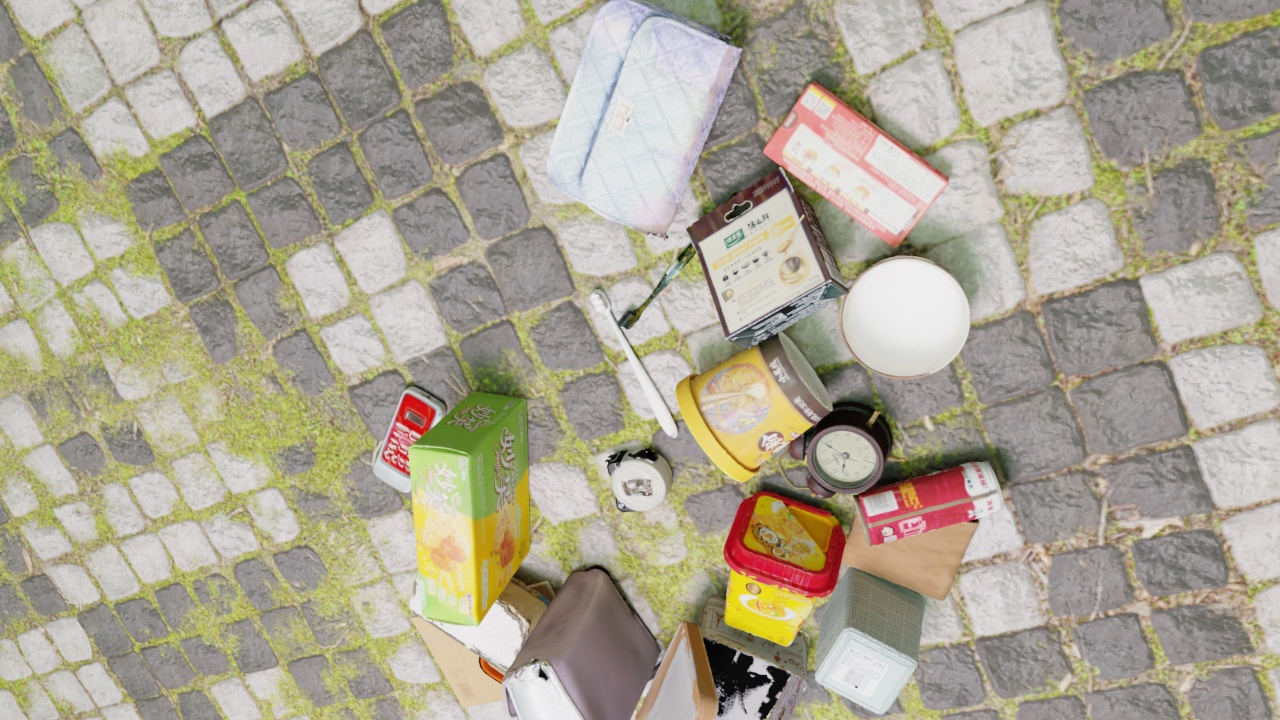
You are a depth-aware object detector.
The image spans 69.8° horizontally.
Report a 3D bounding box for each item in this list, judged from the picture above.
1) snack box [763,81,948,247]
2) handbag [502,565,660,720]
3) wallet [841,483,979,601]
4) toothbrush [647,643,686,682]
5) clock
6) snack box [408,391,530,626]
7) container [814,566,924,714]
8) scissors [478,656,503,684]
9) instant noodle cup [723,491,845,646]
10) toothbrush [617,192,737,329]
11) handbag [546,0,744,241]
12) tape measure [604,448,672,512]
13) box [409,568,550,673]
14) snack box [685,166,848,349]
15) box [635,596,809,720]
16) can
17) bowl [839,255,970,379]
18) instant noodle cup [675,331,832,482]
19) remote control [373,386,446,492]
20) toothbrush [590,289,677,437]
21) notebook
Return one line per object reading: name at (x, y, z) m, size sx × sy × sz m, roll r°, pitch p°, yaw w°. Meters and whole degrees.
snack box at (0.195, -0.177, 0.832) m, size 0.153 × 0.025 × 0.075 m, roll 36°, pitch 117°, yaw 2°
handbag at (-0.067, 0.338, 1.017) m, size 0.099 × 0.196 × 0.145 m, roll -17°, pitch 103°, yaw 22°
wallet at (0.276, 0.187, 0.949) m, size 0.115 × 0.020 × 0.101 m, roll 20°, pitch 114°, yaw 12°
toothbrush at (0.018, 0.376, 1.105) m, size 0.015 × 0.018 × 0.181 m, roll 44°, pitch 115°, yaw 1°
clock at (0.196, 0.093, 0.918) m, size 0.122 × 0.055 × 0.082 m, roll -25°, pitch 101°, yaw 26°
snack box at (-0.181, 0.159, 1.007) m, size 0.070 × 0.157 × 0.210 m, roll 7°, pitch 111°, yaw 13°
container at (0.236, 0.290, 0.948) m, size 0.090 × 0.111 × 0.090 m, roll 26°, pitch 115°, yaw 7°
scissors at (-0.109, 0.406, 1.142) m, size 0.211 × 0.021 × 0.222 m, roll -3°, pitch 110°, yaw 21°
instant noodle cup at (0.142, 0.222, 0.960) m, size 0.116 × 0.115 × 0.124 m, roll 18°, pitch 125°, yaw 11°
toothbrush at (0.037, -0.097, 0.918) m, size 0.186 × 0.017 × 0.012 m, roll -48°, pitch 54°, yaw 26°
handbag at (-0.002, -0.224, 0.850) m, size 0.134 × 0.075 × 0.194 m, roll 25°, pitch 116°, yaw 7°
tape measure at (0.000, 0.131, 1.007) m, size 0.066 × 0.033 × 0.066 m, roll -9°, pitch 108°, yaw 21°
box at (-0.198, 0.290, 1.097) m, size 0.184 × 0.059 × 0.090 m, roll 27°, pitch 111°, yaw 24°
snack box at (0.115, -0.093, 0.854) m, size 0.113 × 0.053 × 0.125 m, roll -30°, pitch 60°, yaw 27°
box at (0.080, 0.386, 0.983) m, size 0.157 × 0.193 × 0.183 m, roll 20°, pitch 114°, yaw 2°
can at (0.279, 0.139, 0.895) m, size 0.133 × 0.053 × 0.053 m, roll -17°, pitch 104°, yaw 9°
bowl at (0.243, -0.046, 0.846) m, size 0.113 × 0.062 × 0.113 m, roll 6°, pitch 112°, yaw 14°
instant noodle cup at (0.114, 0.040, 0.895) m, size 0.115 × 0.118 × 0.118 m, roll -35°, pitch 96°, yaw 17°
remote control at (-0.275, 0.096, 1.090) m, size 0.056 × 0.020 × 0.136 m, roll 30°, pitch 116°, yaw 4°
toothbrush at (-0.006, 0.006, 0.971) m, size 0.016 × 0.016 × 0.180 m, roll -23°, pitch 102°, yaw 26°
notebook at (-0.175, 0.365, 1.165) m, size 0.212 × 0.012 × 0.149 m, roll -19°, pitch 104°, yaw 23°
